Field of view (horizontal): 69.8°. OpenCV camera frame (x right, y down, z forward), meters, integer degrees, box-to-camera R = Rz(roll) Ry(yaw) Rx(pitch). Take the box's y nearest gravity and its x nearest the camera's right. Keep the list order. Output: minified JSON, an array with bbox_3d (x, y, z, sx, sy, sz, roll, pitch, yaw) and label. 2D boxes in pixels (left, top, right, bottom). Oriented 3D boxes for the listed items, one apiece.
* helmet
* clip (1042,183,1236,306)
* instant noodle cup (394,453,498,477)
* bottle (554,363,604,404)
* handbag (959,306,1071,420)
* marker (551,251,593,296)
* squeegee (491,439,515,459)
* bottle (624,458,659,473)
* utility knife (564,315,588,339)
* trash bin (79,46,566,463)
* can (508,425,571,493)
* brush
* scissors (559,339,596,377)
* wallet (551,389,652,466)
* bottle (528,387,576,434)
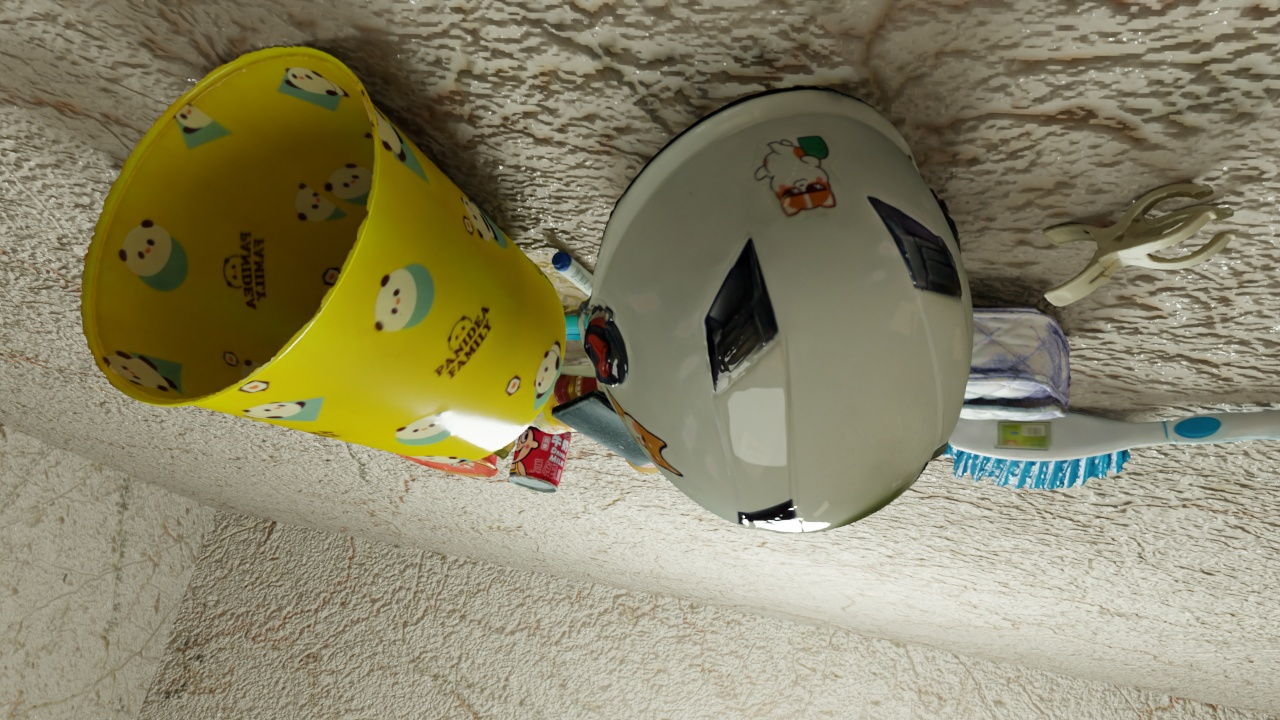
[{"bbox_3d":[0.094,0.003,0.523,0.230,0.156,0.274,-20,142,-10],"label":"helmet"},{"bbox_3d":[0.279,-0.067,0.524,0.034,0.071,0.100,27,152,-33],"label":"clip"},{"bbox_3d":[-0.221,0.067,1.085,0.138,0.108,0.138,12,159,4],"label":"instant noodle cup"},{"bbox_3d":[-0.010,0.028,0.927,0.175,0.057,0.057,-2,155,36],"label":"bottle"},{"bbox_3d":[0.216,0.007,0.698,0.194,0.075,0.134,1,169,33],"label":"handbag"},{"bbox_3d":[-0.028,-0.052,0.786,0.017,0.016,0.145,-2,155,35],"label":"marker"},{"bbox_3d":[-0.165,0.005,0.880,0.248,0.040,0.249,21,-166,19],"label":"squeegee"},{"bbox_3d":[0.011,0.089,1.059,0.068,0.068,0.190,12,160,4],"label":"bottle"},{"bbox_3d":[-0.150,-0.027,0.848,0.238,0.018,0.034,-2,159,0],"label":"utility knife"},{"bbox_3d":[-0.191,-0.045,0.637,0.230,0.229,0.255,2,163,27],"label":"trash bin"},{"bbox_3d":[-0.126,0.116,1.175,0.066,0.093,0.067,12,159,4],"label":"can"},{"bbox_3d":[0.420,0.070,0.791,0.315,0.060,0.109,0,153,25],"label":"brush"},{"bbox_3d":[-0.005,0.019,0.859,0.162,0.164,0.012,-21,173,12],"label":"scissors"},{"bbox_3d":[-0.022,0.071,0.931,0.121,0.019,0.097,32,151,-20],"label":"wallet"},{"bbox_3d":[-0.100,0.052,1.039,0.063,0.063,0.109,27,156,-34],"label":"bottle"}]
